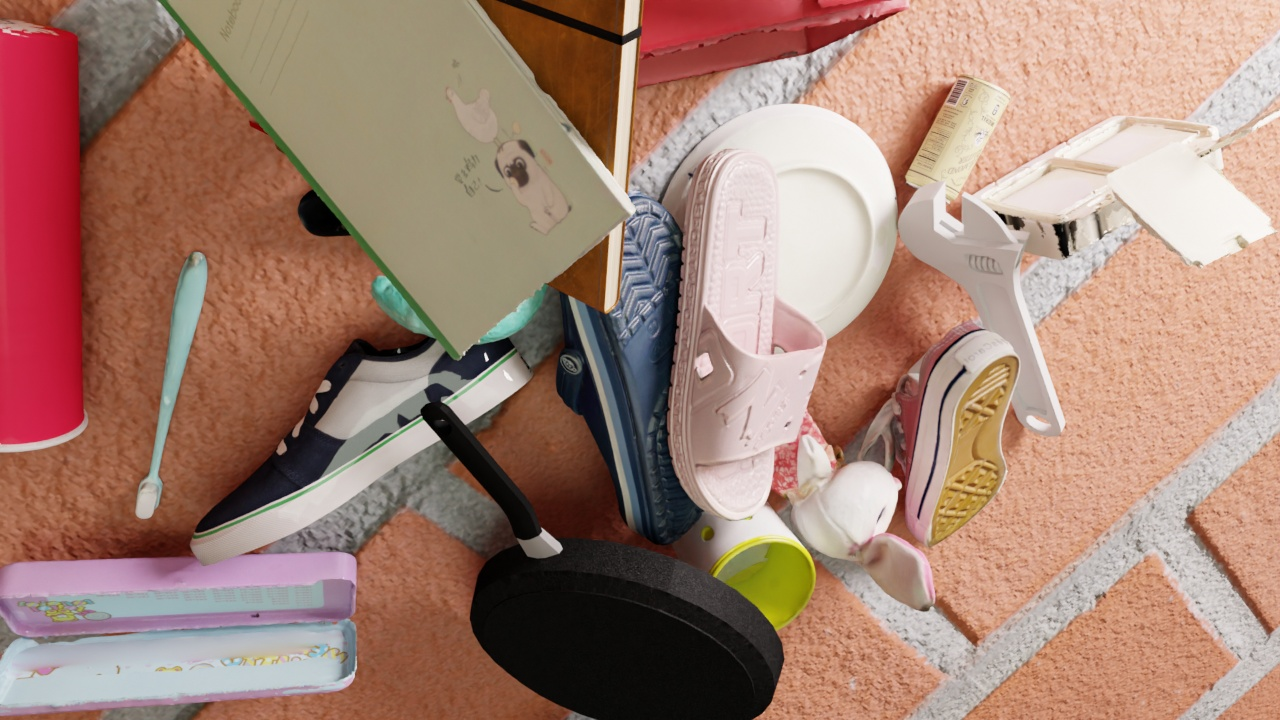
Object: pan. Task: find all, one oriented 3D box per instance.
[{"bbox_3d":[-0.043,0.157,0.613,0.226,0.034,0.356,-11,130,28],"label":"pan"}]

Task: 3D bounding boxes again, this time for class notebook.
[{"bbox_3d":[-0.110,-0.143,0.433,0.014,0.249,0.179,-43,151,-40],"label":"notebook"},{"bbox_3d":[-0.131,-0.129,0.441,0.252,0.182,0.010,51,49,-6],"label":"notebook"}]

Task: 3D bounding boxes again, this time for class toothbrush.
[{"bbox_3d":[-0.291,0.018,0.569,0.016,0.016,0.181,13,107,-21],"label":"toothbrush"}]

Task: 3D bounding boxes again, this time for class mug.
[{"bbox_3d":[0.069,0.137,0.673,0.082,0.106,0.083,-6,114,-14],"label":"mug"}]

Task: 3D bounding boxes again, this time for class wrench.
[{"bbox_3d":[0.263,-0.027,0.685,0.018,0.087,0.273,-54,132,-19],"label":"wrench"}]

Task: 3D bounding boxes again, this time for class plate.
[{"bbox_3d":[0.101,-0.081,0.631,0.182,0.034,0.182,-6,114,-14],"label":"plate"}]

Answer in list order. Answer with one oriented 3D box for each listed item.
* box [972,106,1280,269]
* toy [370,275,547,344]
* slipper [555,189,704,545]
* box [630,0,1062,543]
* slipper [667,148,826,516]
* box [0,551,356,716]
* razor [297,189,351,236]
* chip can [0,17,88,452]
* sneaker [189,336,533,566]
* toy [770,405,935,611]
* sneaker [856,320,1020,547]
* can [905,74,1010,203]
[{"bbox_3d":[0.322,-0.124,0.588,0.143,0.191,0.069,-31,116,-10],"label":"box"},{"bbox_3d":[-0.099,-0.049,0.552,0.105,0.085,0.033,-47,166,-28],"label":"toy"},{"bbox_3d":[-0.004,0.004,0.607,0.104,0.095,0.253,-40,130,-37],"label":"slipper"},{"bbox_3d":[0.054,-0.084,0.492,0.213,0.153,0.325,-16,85,-12],"label":"box"},{"bbox_3d":[0.070,-0.008,0.567,0.094,0.064,0.239,-14,109,-45],"label":"slipper"},{"bbox_3d":[-0.296,0.174,0.599,0.214,0.077,0.096,2,81,-17],"label":"box"},{"bbox_3d":[-0.128,-0.107,0.549,0.151,0.067,0.054,-12,148,2],"label":"razor"},{"bbox_3d":[-0.337,-0.065,0.489,0.069,0.069,0.221,5,111,-18],"label":"chip can"},{"bbox_3d":[-0.188,0.040,0.578,0.235,0.084,0.079,-33,101,-3],"label":"sneaker"},{"bbox_3d":[0.137,0.091,0.663,0.084,0.159,0.194,-37,78,3],"label":"toy"},{"bbox_3d":[0.222,0.054,0.697,0.118,0.088,0.241,-31,140,-15],"label":"sneaker"},{"bbox_3d":[0.217,-0.152,0.632,0.038,0.038,0.079,19,106,-23],"label":"can"}]
